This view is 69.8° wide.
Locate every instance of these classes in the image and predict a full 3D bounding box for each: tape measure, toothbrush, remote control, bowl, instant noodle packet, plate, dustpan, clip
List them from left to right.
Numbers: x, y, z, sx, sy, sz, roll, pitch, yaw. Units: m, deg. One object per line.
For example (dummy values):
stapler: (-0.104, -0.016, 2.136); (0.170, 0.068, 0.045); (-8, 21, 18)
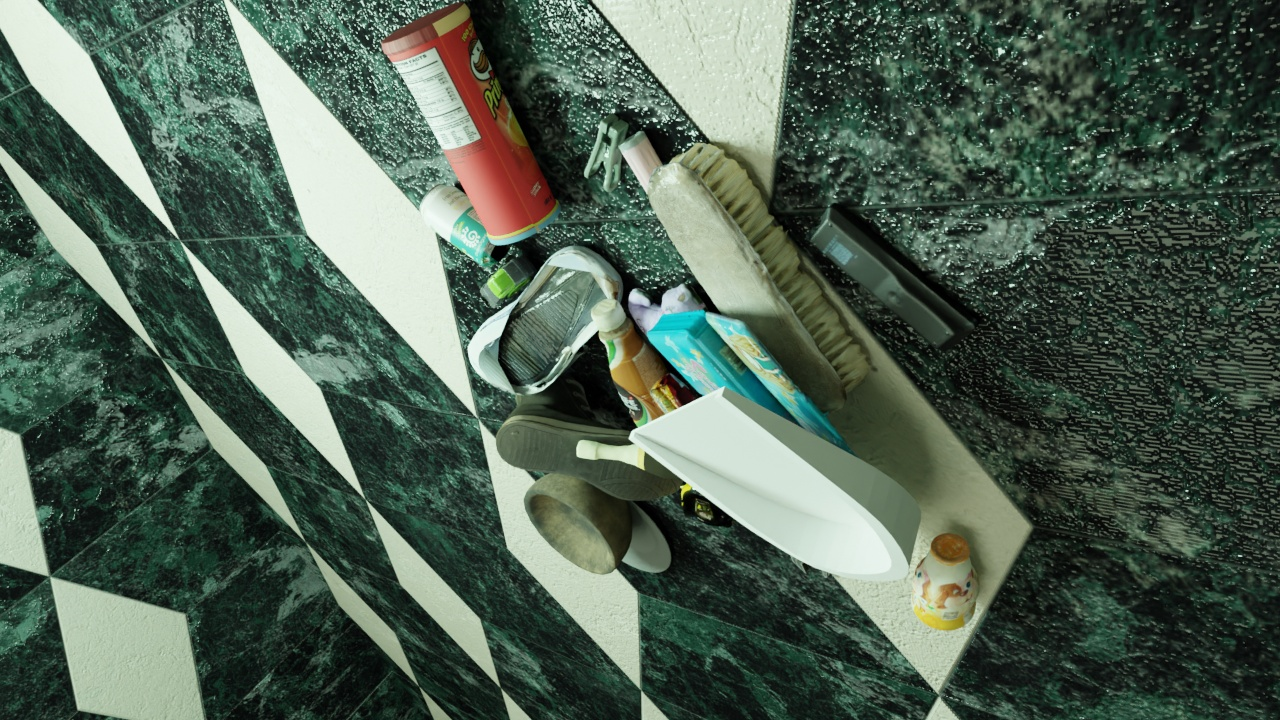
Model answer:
tape measure: (-0.150, -0.095, 1.041); (0.036, 0.058, 0.066); (51, 150, -2)
bowl: (-0.079, 0.215, 1.270); (0.162, 0.070, 0.162); (28, 144, 23)
clip: (-0.030, -0.190, 0.842); (0.037, 0.023, 0.075); (38, 144, 12)
plate: (-0.027, 0.236, 1.318); (0.178, 0.012, 0.179); (28, 144, 23)
toothbrush: (0.048, -0.109, 0.846); (0.027, 0.027, 0.222); (-23, 113, 27)
instant noodle packet: (0.066, 0.068, 0.950); (0.098, 0.039, 0.135); (42, 179, 30)
tape measure: (0.082, 0.167, 1.097); (0.071, 0.042, 0.072); (17, 139, 34)
dustpan: (0.131, 0.126, 0.840); (0.257, 0.053, 0.192); (28, 156, -15)
remote control: (0.199, -0.063, 0.738); (0.150, 0.022, 0.047); (41, 147, 5)

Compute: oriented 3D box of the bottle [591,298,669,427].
bottle: (-0.006, 0.006, 0.986); (0.059, 0.059, 0.167); (10, 140, 40)

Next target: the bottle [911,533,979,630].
bottle: (0.301, 0.216, 0.902); (0.063, 0.063, 0.109); (22, 140, 30)

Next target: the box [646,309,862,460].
box: (0.122, 0.042, 0.843); (0.227, 0.039, 0.182); (47, 165, -17)

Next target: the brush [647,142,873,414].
brush: (0.105, -0.066, 0.803); (0.271, 0.056, 0.083); (53, 150, -14)

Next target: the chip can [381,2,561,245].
chip can: (-0.158, -0.223, 0.884); (0.087, 0.086, 0.213); (6, 133, 43)

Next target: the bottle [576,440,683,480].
bottle: (0.018, 0.109, 1.035); (0.185, 0.045, 0.045); (5, 136, 11)

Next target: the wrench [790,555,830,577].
wrench: (0.177, 0.150, 1.008); (0.070, 0.010, 0.274); (17, 138, 35)

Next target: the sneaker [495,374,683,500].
sneaker: (-0.052, 0.093, 1.127); (0.235, 0.119, 0.095); (11, 121, -3)

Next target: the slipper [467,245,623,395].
slipper: (-0.105, -0.044, 1.051); (0.111, 0.062, 0.265); (43, 135, -4)

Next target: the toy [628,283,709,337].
toy: (0.029, -0.046, 0.925); (0.080, 0.036, 0.100); (51, 148, -12)

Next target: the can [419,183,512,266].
can: (-0.194, -0.152, 1.028); (0.101, 0.054, 0.055); (36, 146, 12)
